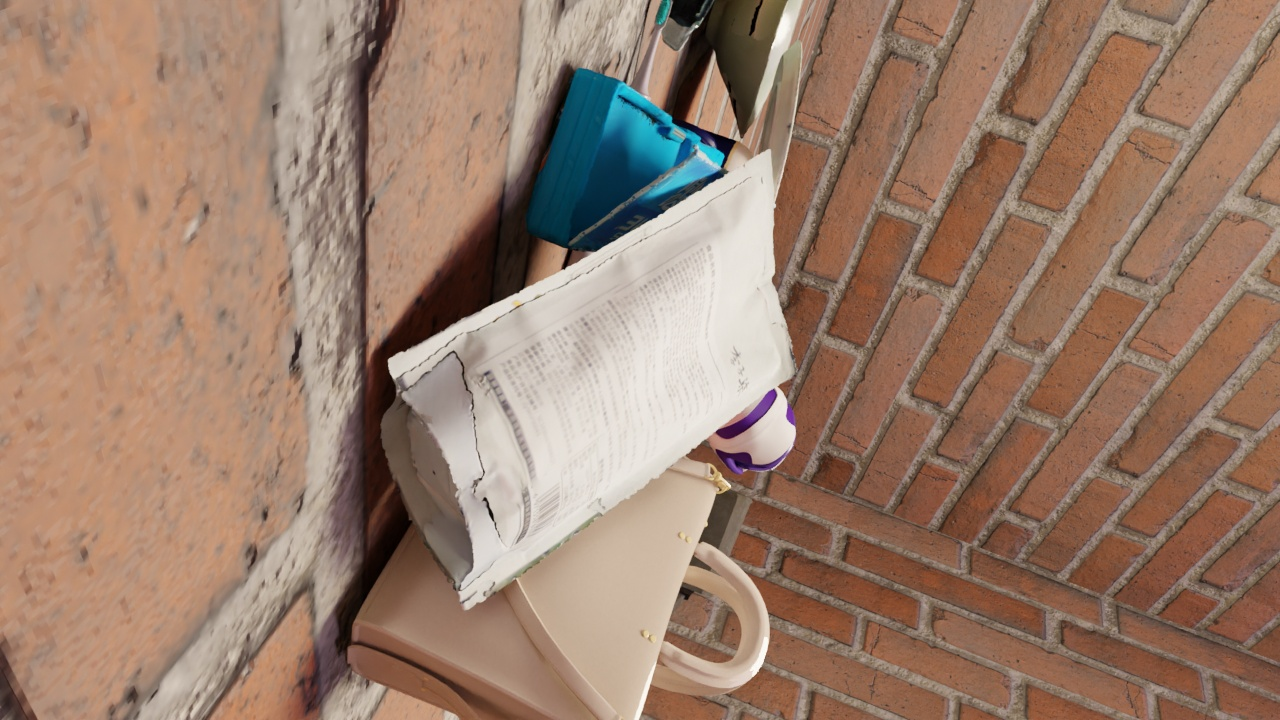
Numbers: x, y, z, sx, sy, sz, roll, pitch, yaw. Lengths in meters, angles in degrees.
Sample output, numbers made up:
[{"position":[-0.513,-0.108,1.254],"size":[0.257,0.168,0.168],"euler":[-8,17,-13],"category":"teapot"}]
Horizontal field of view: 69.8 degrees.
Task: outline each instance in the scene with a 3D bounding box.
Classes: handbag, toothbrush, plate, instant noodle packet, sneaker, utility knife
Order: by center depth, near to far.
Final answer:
[{"position":[-0.005,0.000,0.471],"size":[0.268,0.057,0.147],"euler":[-34,127,-40],"category":"instant noodle packet"},{"position":[-0.024,0.121,0.498],"size":[0.101,0.198,0.194],"euler":[114,1,-51],"category":"handbag"},{"position":[-0.013,-0.141,0.597],"size":[0.019,0.018,0.188],"euler":[-26,137,-73],"category":"toothbrush"},{"position":[0.051,-0.279,0.653],"size":[0.020,0.029,0.187],"euler":[91,19,-59],"category":"utility knife"},{"position":[0.117,-0.197,0.796],"size":[0.157,0.014,0.157],"euler":[27,73,-89],"category":"plate"},{"position":[0.083,0.046,0.816],"size":[0.092,0.111,0.244],"euler":[-40,180,-3],"category":"sneaker"},{"position":[0.006,0.222,1.109],"size":[0.102,0.197,0.199],"euler":[55,56,-82],"category":"handbag"}]

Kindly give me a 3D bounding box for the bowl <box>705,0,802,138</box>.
[{"position":[0.094,-0.289,0.805],"size":[0.174,0.068,0.174],"euler":[24,87,-85],"category":"bowl"}]

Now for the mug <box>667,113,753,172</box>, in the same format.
[{"position":[0.050,-0.156,0.758],"size":[0.112,0.089,0.085],"euler":[94,18,-69],"category":"mug"}]

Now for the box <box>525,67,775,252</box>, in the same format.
[{"position":[0.022,-0.100,0.572],"size":[0.092,0.085,0.243],"euler":[-71,164,9],"category":"box"}]
